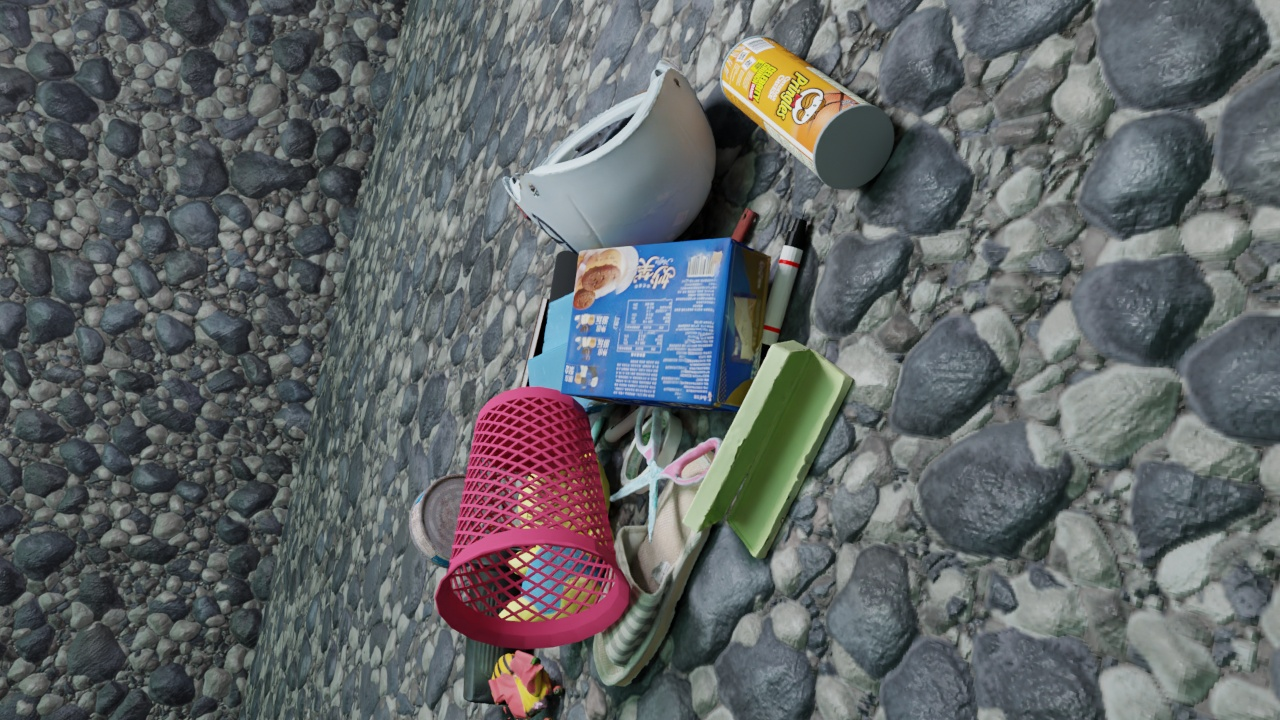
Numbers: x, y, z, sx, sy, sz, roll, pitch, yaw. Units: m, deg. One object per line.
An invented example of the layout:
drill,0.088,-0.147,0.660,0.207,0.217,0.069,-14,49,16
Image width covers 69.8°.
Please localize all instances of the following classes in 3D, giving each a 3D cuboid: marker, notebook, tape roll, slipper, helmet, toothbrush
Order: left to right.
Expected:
notebook,-0.143,0.023,1.253,0.141,0.008,0.209,24,-101,-85
toothbrush,-0.086,0.145,1.168,0.181,0.016,0.016,-63,30,20
helmet,-0.017,-0.206,1.036,0.236,0.164,0.264,-37,19,-2
marker,-0.004,0.062,1.057,0.134,0.017,0.020,-41,25,47
slipper,0.009,0.210,0.936,0.273,0.054,0.114,-65,24,14
tape roll,0.011,0.098,0.982,0.094,0.018,0.093,-52,17,23
toothbrush,0.078,-0.071,0.973,0.190,0.016,0.016,-65,32,16
marker,0.135,-0.072,0.867,0.019,0.019,0.145,21,96,61

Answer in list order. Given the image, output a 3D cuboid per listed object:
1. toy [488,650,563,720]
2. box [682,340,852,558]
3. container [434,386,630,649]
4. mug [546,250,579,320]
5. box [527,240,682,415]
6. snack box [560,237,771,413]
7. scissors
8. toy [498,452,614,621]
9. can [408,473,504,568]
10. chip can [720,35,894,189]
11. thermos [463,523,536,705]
toy,-0.142,0.390,1.098,0.103,0.046,0.084,16,94,37
box,0.108,0.074,0.819,0.077,0.090,0.188,-62,-5,-74
container,-0.111,0.150,0.951,0.184,0.183,0.225,-53,29,35
mug,-0.062,-0.090,1.180,0.114,0.078,0.088,1,77,33
box,-0.043,-0.028,1.046,0.232,0.047,0.176,-22,61,39
snack box,0.021,-0.032,0.905,0.203,0.069,0.155,2,83,44
scissors,0.024,0.097,0.912,0.171,0.013,0.172,-37,39,41
toy,-0.091,0.206,1.074,0.149,0.084,0.213,-24,52,30
can,-0.264,0.232,1.325,0.044,0.129,0.129,-38,46,48
chip can,0.149,-0.237,0.858,0.075,0.075,0.215,-62,31,24
thermos,-0.183,0.323,1.185,0.098,0.098,0.220,-9,75,59
